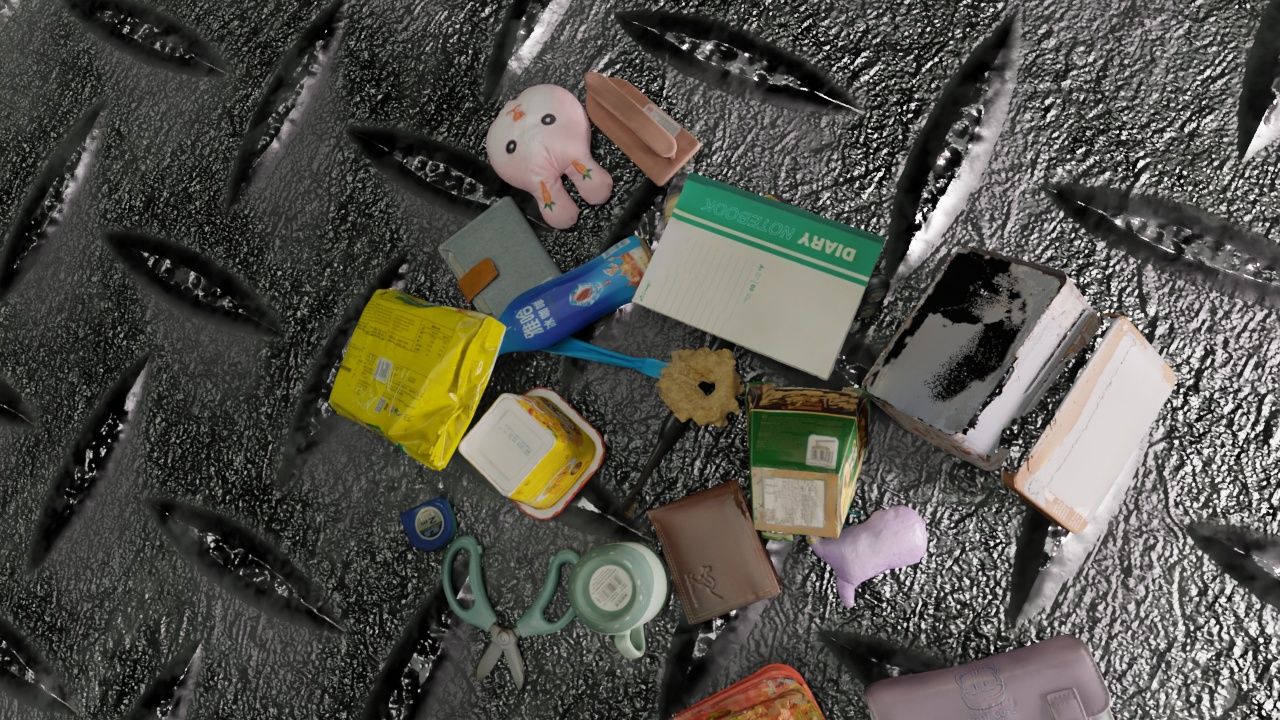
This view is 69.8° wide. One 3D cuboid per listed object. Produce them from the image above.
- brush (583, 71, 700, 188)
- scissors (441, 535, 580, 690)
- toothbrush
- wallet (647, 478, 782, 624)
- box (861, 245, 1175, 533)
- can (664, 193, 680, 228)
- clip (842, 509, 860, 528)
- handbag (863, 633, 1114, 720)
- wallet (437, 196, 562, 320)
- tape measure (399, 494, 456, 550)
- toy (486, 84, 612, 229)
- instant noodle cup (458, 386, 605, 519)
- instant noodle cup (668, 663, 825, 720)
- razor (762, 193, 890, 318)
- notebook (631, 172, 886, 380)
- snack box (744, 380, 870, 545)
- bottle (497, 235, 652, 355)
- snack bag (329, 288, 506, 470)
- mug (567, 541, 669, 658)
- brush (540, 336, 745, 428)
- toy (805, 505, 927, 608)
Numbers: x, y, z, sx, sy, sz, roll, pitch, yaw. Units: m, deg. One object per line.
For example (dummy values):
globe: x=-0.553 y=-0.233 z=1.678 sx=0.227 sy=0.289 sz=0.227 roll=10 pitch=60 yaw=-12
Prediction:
brush: x=-0.006 y=-0.256 z=0.990 sx=0.063 sy=0.073 sz=0.145 roll=-44 pitch=72 yaw=3
scissors: x=-0.147 y=0.246 z=0.965 sx=0.181 sy=0.019 sz=0.170 roll=36 pitch=91 yaw=15
toothbrush: x=0.035 y=0.069 z=0.947 sx=0.212 sy=0.026 sz=0.027 roll=-60 pitch=34 yaw=-2
wallet: x=0.072 y=0.191 z=0.916 sx=0.101 sy=0.032 sz=0.124 roll=-24 pitch=75 yaw=11
box: x=0.348 y=0.023 z=0.857 sx=0.181 sy=0.197 sz=0.157 roll=-58 pitch=33 yaw=-1
can: x=0.055 y=-0.112 z=0.957 sx=0.058 sy=0.058 sz=0.116 roll=-4 pitch=79 yaw=13
clip: x=0.188 y=0.151 z=0.904 sx=0.057 sy=0.014 sz=0.045 roll=16 pitch=86 yaw=13
handbag: x=0.311 y=0.335 z=0.805 sx=0.197 sy=0.098 sz=0.144 roll=-17 pitch=71 yaw=9
wallet: x=-0.155 y=-0.104 z=1.017 sx=0.106 sy=0.037 sz=0.129 roll=-35 pitch=75 yaw=4
tape measure: x=-0.226 y=0.178 z=0.991 sx=0.058 sy=0.025 sz=0.054 roll=-25 pitch=78 yaw=12
toy: x=-0.100 y=-0.229 z=1.020 sx=0.121 sy=0.054 sz=0.159 roll=-36 pitch=82 yaw=7
instant noodle cup: x=-0.114 y=0.090 z=0.928 sx=0.116 sy=0.123 sz=0.116 roll=42 pitch=91 yaw=16
instant noodle cup: x=0.113 y=0.391 z=0.846 sx=0.164 sy=0.079 sz=0.188 roll=-28 pitch=76 yaw=7
razor: x=0.178 y=-0.110 z=0.932 sx=0.067 sy=0.062 sz=0.167 roll=-33 pitch=67 yaw=-25
notebook: x=0.114 y=-0.087 z=0.903 sx=0.209 sy=0.012 sz=0.150 roll=22 pitch=85 yaw=16
snack box: x=0.150 y=0.096 z=0.849 sx=0.118 sy=0.105 sz=0.118 roll=2 pitch=125 yaw=15
bottle: x=-0.083 y=-0.055 z=0.963 sx=0.218 sy=0.065 sz=0.065 roll=-28 pitch=75 yaw=-1
snack bag: x=-0.239 y=0.010 z=0.945 sx=0.247 sy=0.068 sz=0.158 roll=15 pitch=82 yaw=51
mug: x=-0.018 y=0.233 z=0.890 sx=0.082 sy=0.106 sz=0.111 roll=-13 pitch=78 yaw=10
brush: x=-0.006 y=0.006 z=0.950 sx=0.255 sy=0.045 sz=0.083 roll=16 pitch=86 yaw=30
toy: x=0.224 y=0.181 z=0.877 sx=0.108 sy=0.039 sz=0.084 roll=-27 pitch=96 yaw=4
